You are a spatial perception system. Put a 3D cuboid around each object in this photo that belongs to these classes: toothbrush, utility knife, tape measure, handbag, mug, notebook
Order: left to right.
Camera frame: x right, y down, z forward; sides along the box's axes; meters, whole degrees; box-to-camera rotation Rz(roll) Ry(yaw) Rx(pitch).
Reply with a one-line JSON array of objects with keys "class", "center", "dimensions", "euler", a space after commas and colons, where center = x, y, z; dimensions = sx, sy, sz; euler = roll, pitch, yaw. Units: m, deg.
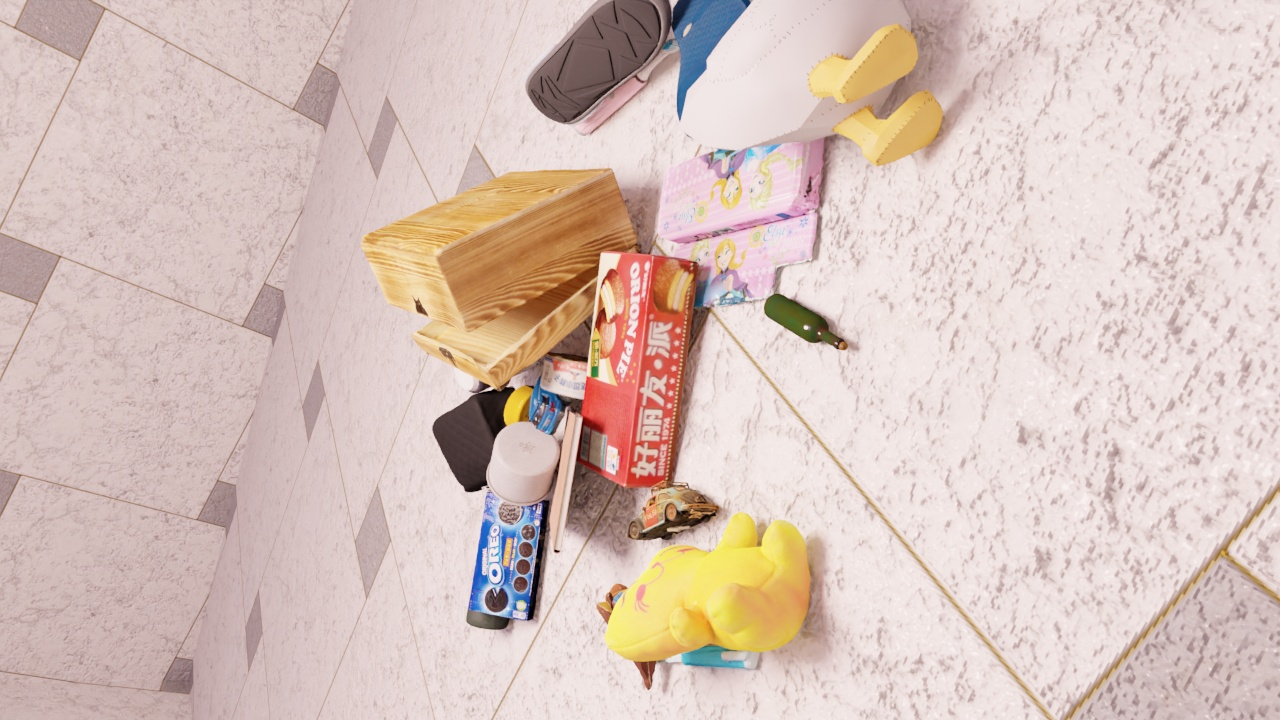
[{"class": "handbag", "center": [-0.197, 0.108, 1.254], "dimensions": [0.154, 0.114, 0.125], "euler": [-26, 83, 48]}, {"class": "tape measure", "center": [-0.149, 0.062, 1.172], "dimensions": [0.030, 0.059, 0.068], "euler": [22, 75, 30]}, {"class": "mug", "center": [-0.138, 0.117, 1.136], "dimensions": [0.071, 0.084, 0.112], "euler": [110, -174, -48]}, {"class": "notebook", "center": [-0.086, 0.129, 1.037], "dimensions": [0.209, 0.008, 0.141], "euler": [169, 110, -83]}, {"class": "toothbrush", "center": [-0.018, -0.338, 1.132], "dimensions": [0.223, 0.026, 0.027], "euler": [-25, 83, 53]}, {"class": "utility knife", "center": [0.052, 0.274, 0.859], "dimensions": [0.169, 0.015, 0.022], "euler": [-22, 52, 53]}]

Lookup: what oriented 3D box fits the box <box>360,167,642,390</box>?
[{"class": "box", "center": [-0.158, -0.116, 1.103], "dimensions": [0.279, 0.246, 0.176], "euler": [15, 132, 57]}]

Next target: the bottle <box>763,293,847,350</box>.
[{"class": "bottle", "center": [0.144, -0.031, 0.794], "dimensions": [0.106, 0.025, 0.025], "euler": [41, 115, 54]}]

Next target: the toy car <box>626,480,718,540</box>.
[{"class": "toy car", "center": [0.029, 0.145, 0.902], "dimensions": [0.112, 0.047, 0.047], "euler": [-36, 52, 46]}]

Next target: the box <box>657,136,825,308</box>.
[{"class": "box", "center": [0.088, -0.134, 0.905], "dimensions": [0.231, 0.035, 0.159], "euler": [-3, 79, 58]}]

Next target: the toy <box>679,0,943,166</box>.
[{"class": "toy", "center": [0.135, -0.269, 0.764], "dimensions": [0.247, 0.141, 0.267], "euler": [-38, 48, 9]}]

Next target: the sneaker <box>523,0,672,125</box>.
[{"class": "sneaker", "center": [-0.032, -0.399, 1.106], "dimensions": [0.257, 0.093, 0.160], "euler": [-24, 33, 51]}]

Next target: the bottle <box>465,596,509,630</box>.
[{"class": "bottle", "center": [-0.187, 0.259, 1.200], "dimensions": [0.055, 0.055, 0.174], "euler": [1, 81, 58]}]

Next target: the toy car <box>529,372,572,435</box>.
[{"class": "toy car", "center": [-0.108, 0.038, 1.127], "dimensions": [0.120, 0.043, 0.056], "euler": [-85, 20, -55]}]

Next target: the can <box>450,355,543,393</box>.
[{"class": "can", "center": [-0.184, -0.007, 1.211], "dimensions": [0.064, 0.127, 0.064], "euler": [27, 130, 38]}]

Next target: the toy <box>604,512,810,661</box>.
[{"class": "toy", "center": [0.063, 0.205, 0.798], "dimensions": [0.194, 0.087, 0.134], "euler": [-26, 17, 47]}]

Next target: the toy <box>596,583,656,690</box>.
[{"class": "toy", "center": [-0.008, 0.277, 0.927], "dimensions": [0.090, 0.070, 0.103], "euler": [144, 117, -69]}]

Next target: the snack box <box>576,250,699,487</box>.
[{"class": "snack box", "center": [-0.006, 0.006, 0.965], "dimensions": [0.113, 0.060, 0.236], "euler": [15, 100, 59]}]

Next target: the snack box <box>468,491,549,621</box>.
[{"class": "snack box", "center": [-0.165, 0.244, 1.153], "dimensions": [0.082, 0.027, 0.150], "euler": [5, 83, 16]}]

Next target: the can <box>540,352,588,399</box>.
[{"class": "can", "center": [-0.071, 0.018, 1.058], "dimensions": [0.086, 0.086, 0.043], "euler": [19, 99, 58]}]

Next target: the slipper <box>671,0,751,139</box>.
[{"class": "slipper", "center": [0.086, -0.320, 0.942], "dimensions": [0.118, 0.060, 0.294], "euler": [-47, 31, 33]}]
